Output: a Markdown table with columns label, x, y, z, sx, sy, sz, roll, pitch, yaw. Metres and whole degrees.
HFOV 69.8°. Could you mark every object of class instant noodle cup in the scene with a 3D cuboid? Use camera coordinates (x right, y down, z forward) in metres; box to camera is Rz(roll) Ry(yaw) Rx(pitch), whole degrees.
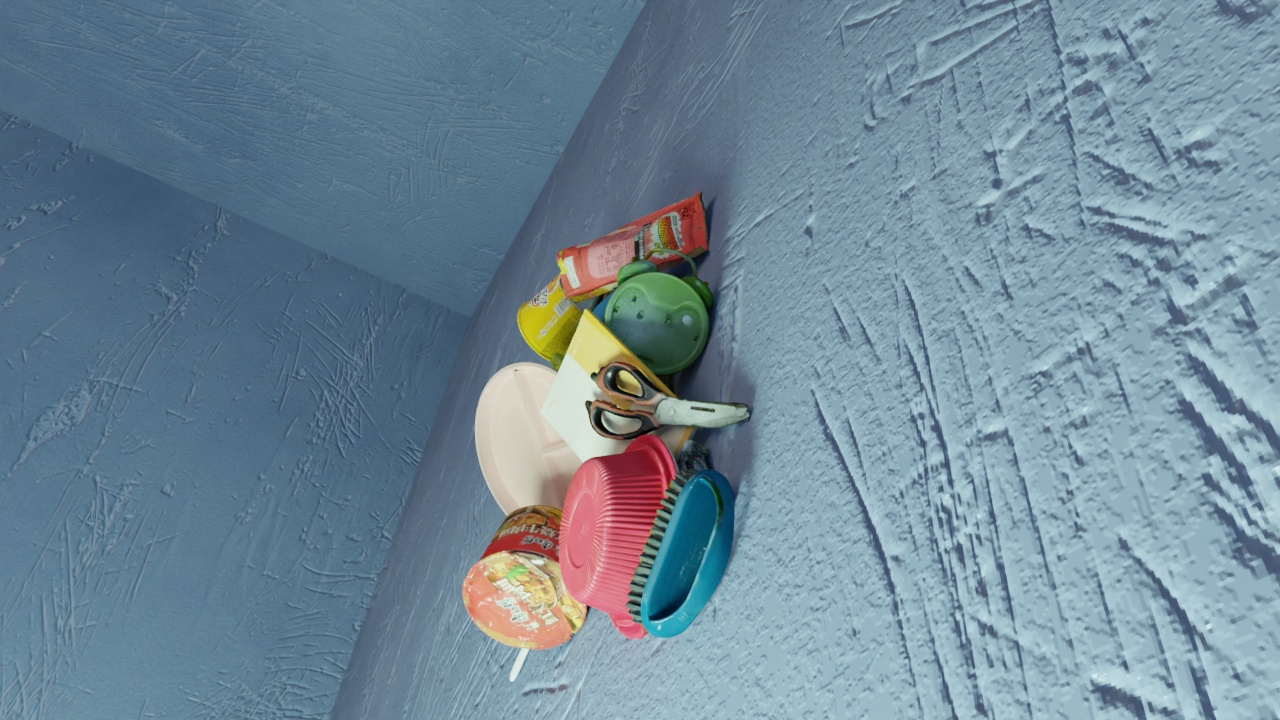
| label | x | y | z | sx | sy | sz | roll | pitch | yaw |
| --- | --- | --- | --- | --- | --- | --- | --- | --- | --- |
| instant noodle cup | -0.121 | 0.239 | 1.039 | 0.138 | 0.138 | 0.108 | -58 | 9 | 26 |
| instant noodle cup | -0.115 | -0.077 | 1.492 | 0.110 | 0.138 | 0.137 | -46 | 24 | 33 |
| instant noodle cup | -0.027 | 0.162 | 0.870 | 0.194 | 0.065 | 0.194 | -171 | 90 | -67 |

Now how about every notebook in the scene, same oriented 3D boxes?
| label | x | y | z | sx | sy | sz | roll | pitch | yaw |
| --- | --- | --- | --- | --- | --- | --- | --- | --- | --- |
| notebook | -0.028 | 0.060 | 0.974 | 0.206 | 0.010 | 0.146 | 46 | 122 | 37 |

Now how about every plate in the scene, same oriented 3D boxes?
| label | x | y | z | sx | sy | sz | roll | pitch | yaw |
| --- | --- | --- | --- | --- | --- | --- | --- | --- | --- |
| plate | -0.118 | 0.112 | 1.131 | 0.028 | 0.229 | 0.230 | -18 | -30 | -50 |

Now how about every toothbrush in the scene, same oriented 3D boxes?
| label | x | y | z | sx | sy | sz | roll | pitch | yaw |
| --- | --- | --- | --- | --- | --- | --- | --- | --- | --- |
| toothbrush | -0.127 | 0.315 | 1.144 | 0.180 | 0.016 | 0.016 | -67 | 13 | -3 |

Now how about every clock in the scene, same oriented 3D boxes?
| label | x | y | z | sx | sy | sz | roll | pitch | yaw |
| --- | --- | --- | --- | --- | --- | --- | --- | --- | --- |
| clock | 0.019 | -0.052 | 1.031 | 0.056 | 0.116 | 0.161 | 133 | 156 | -75 |

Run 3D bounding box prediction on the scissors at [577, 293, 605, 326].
| label | x | y | z | sx | sy | sz | roll | pitch | yaw |
| --- | --- | --- | --- | --- | --- | --- | --- | --- | --- |
| scissors | -0.062 | -0.064 | 1.283 | 0.174 | 0.019 | 0.170 | -120 | 51 | -70 |

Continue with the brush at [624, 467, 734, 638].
| label | x | y | z | sx | sy | sz | roll | pitch | yaw |
| --- | --- | --- | --- | --- | --- | --- | --- | --- | --- |
| brush | 0.041 | 0.159 | 0.755 | 0.074 | 0.055 | 0.143 | 4 | 69 | 56 |

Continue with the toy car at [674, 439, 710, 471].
| label | x | y | z | sx | sy | sz | roll | pitch | yaw |
| --- | --- | --- | --- | --- | --- | --- | --- | --- | --- |
| toy car | 0.045 | 0.114 | 0.848 | 0.049 | 0.031 | 0.105 | -62 | 17 | 21 |

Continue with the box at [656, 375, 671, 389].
| label | x | y | z | sx | sy | sz | roll | pitch | yaw |
| --- | --- | --- | --- | --- | --- | --- | --- | --- | --- |
| box | -0.007 | 0.007 | 1.126 | 0.090 | 0.063 | 0.183 | -56 | 20 | 34 |

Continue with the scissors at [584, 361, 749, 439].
| label | x | y | z | sx | sy | sz | roll | pitch | yaw |
| --- | --- | --- | --- | --- | --- | --- | --- | --- | --- |
| scissors | 0.022 | 0.034 | 0.900 | 0.210 | 0.015 | 0.182 | -46 | 58 | 36 |

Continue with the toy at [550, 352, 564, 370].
| label | x | y | z | sx | sy | sz | roll | pitch | yaw |
| --- | --- | --- | --- | --- | --- | --- | --- | --- | --- |
| toy | -0.095 | 0.036 | 1.327 | 0.031 | 0.100 | 0.096 | -33 | 40 | -5 |

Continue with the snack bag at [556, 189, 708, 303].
| label | x | y | z | sx | sy | sz | roll | pitch | yaw |
| --- | --- | --- | --- | --- | --- | --- | --- | --- | --- |
| snack bag | -0.008 | -0.148 | 1.216 | 0.208 | 0.073 | 0.128 | -19 | 41 | 21 |

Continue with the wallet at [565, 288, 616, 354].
| label | x | y | z | sx | sy | sz | roll | pitch | yaw |
| --- | --- | --- | --- | --- | --- | --- | --- | --- | --- |
| wallet | -0.039 | -0.047 | 1.125 | 0.106 | 0.040 | 0.133 | -62 | 14 | -26 |

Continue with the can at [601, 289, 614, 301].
| label | x | y | z | sx | sy | sz | roll | pitch | yaw |
| --- | --- | --- | --- | --- | --- | --- | --- | --- | --- |
| can | -0.035 | -0.050 | 1.313 | 0.083 | 0.057 | 0.102 | -70 | 16 | -9 |
